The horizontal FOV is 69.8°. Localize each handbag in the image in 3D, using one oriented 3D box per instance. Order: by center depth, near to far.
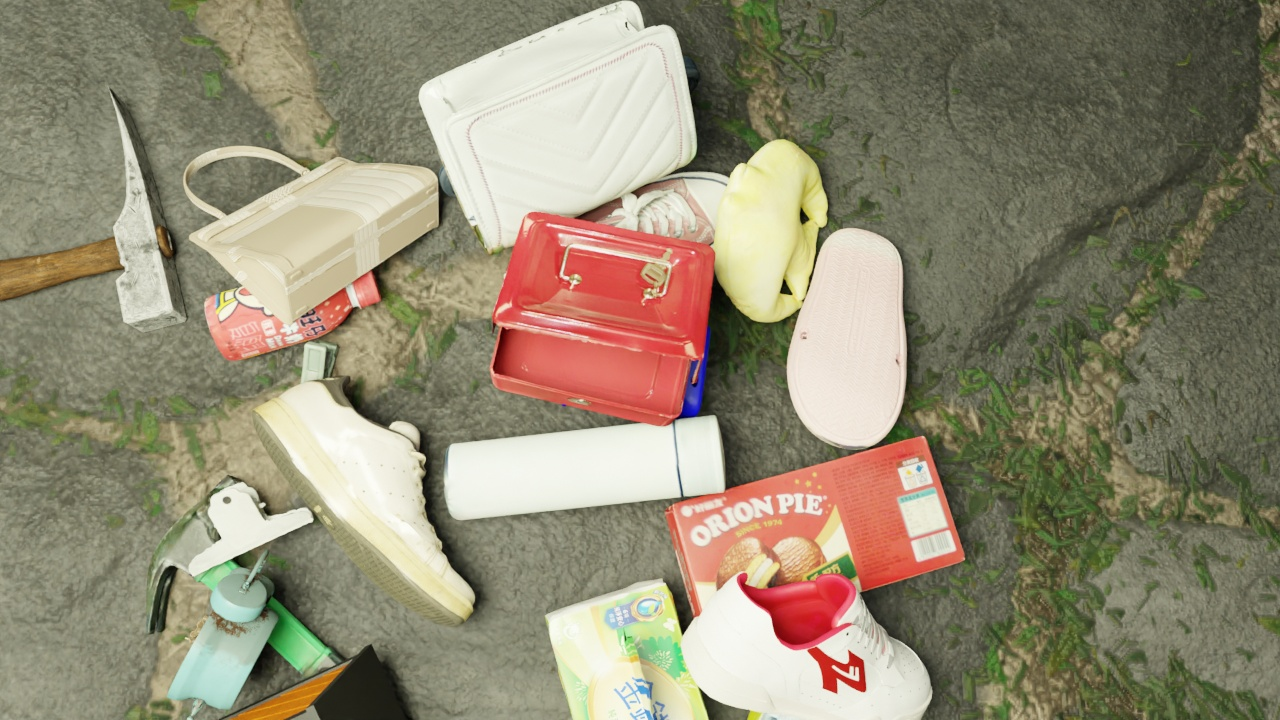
[{"bbox_3d":[-0.061,-0.185,0.738,0.198,0.142,0.096,-26,45,-12],"label":"handbag"},{"bbox_3d":[-0.309,-0.138,0.793,0.198,0.062,0.175,28,46,17],"label":"handbag"}]

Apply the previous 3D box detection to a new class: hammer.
[{"bbox_3d":[-0.267,0.246,0.750,0.319,0.032,0.130,41,76,3],"label":"hammer"},{"bbox_3d":[-0.566,-0.101,0.788,0.300,0.037,0.217,-16,80,-9],"label":"hammer"}]

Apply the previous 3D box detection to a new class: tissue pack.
[{"bbox_3d":[0.001,0.278,0.713,0.120,0.141,0.197,-22,81,-10],"label":"tissue pack"}]

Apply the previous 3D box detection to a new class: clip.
[{"bbox_3d":[-0.323,0.127,0.744,0.101,0.044,0.054,-24,94,-12],"label":"clip"},{"bbox_3d":[-0.283,0.020,0.797,0.023,0.061,0.076,12,91,-2],"label":"clip"}]

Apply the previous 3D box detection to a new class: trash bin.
[{"bbox_3d":[-0.260,0.322,0.655,0.172,0.140,0.139,-25,89,-2],"label":"trash bin"}]

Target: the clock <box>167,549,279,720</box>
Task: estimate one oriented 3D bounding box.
[{"bbox_3d":[-0.308,0.203,0.694,0.053,0.090,0.124,28,81,-13],"label":"clock"}]

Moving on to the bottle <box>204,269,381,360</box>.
[{"bbox_3d":[-0.296,-0.046,0.792,0.137,0.062,0.062,-19,81,-10],"label":"bottle"}]

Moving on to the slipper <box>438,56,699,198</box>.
[{"bbox_3d":[-0.072,-0.235,0.838,0.263,0.101,0.082,-27,82,-14],"label":"slipper"}]

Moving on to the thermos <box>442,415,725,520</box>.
[{"bbox_3d":[-0.045,0.090,0.767,0.230,0.068,0.068,-6,78,4],"label":"thermos"}]

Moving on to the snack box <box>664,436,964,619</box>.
[{"bbox_3d":[0.148,0.151,0.798,0.236,0.060,0.113,-14,80,-9],"label":"snack box"}]

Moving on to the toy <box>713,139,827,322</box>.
[{"bbox_3d":[0.118,-0.123,0.828,0.065,0.154,0.170,8,74,42],"label":"toy"}]

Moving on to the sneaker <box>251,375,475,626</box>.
[{"bbox_3d":[-0.210,0.110,0.765,0.241,0.089,0.102,48,57,0],"label":"sneaker"}]

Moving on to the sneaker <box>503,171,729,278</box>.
[{"bbox_3d":[-0.010,-0.116,0.823,0.240,0.088,0.118,-25,81,-13],"label":"sneaker"}]

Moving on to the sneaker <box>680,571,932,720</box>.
[{"bbox_3d":[0.155,0.222,0.726,0.236,0.090,0.104,20,110,-22],"label":"sneaker"}]

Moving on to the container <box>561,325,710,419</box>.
[{"bbox_3d":[-0.005,0.005,0.801,0.113,0.085,0.084,10,78,-5],"label":"container"}]

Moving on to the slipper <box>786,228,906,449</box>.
[{"bbox_3d":[0.190,-0.025,0.843,0.107,0.056,0.221,14,66,-2],"label":"slipper"}]

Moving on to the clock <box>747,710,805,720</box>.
[{"bbox_3d":[0.142,0.319,0.764,0.119,0.057,0.083,23,76,-1],"label":"clock"}]

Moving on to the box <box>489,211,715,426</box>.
[{"bbox_3d":[-0.030,-0.030,0.720,0.157,0.127,0.136,12,56,0],"label":"box"}]
